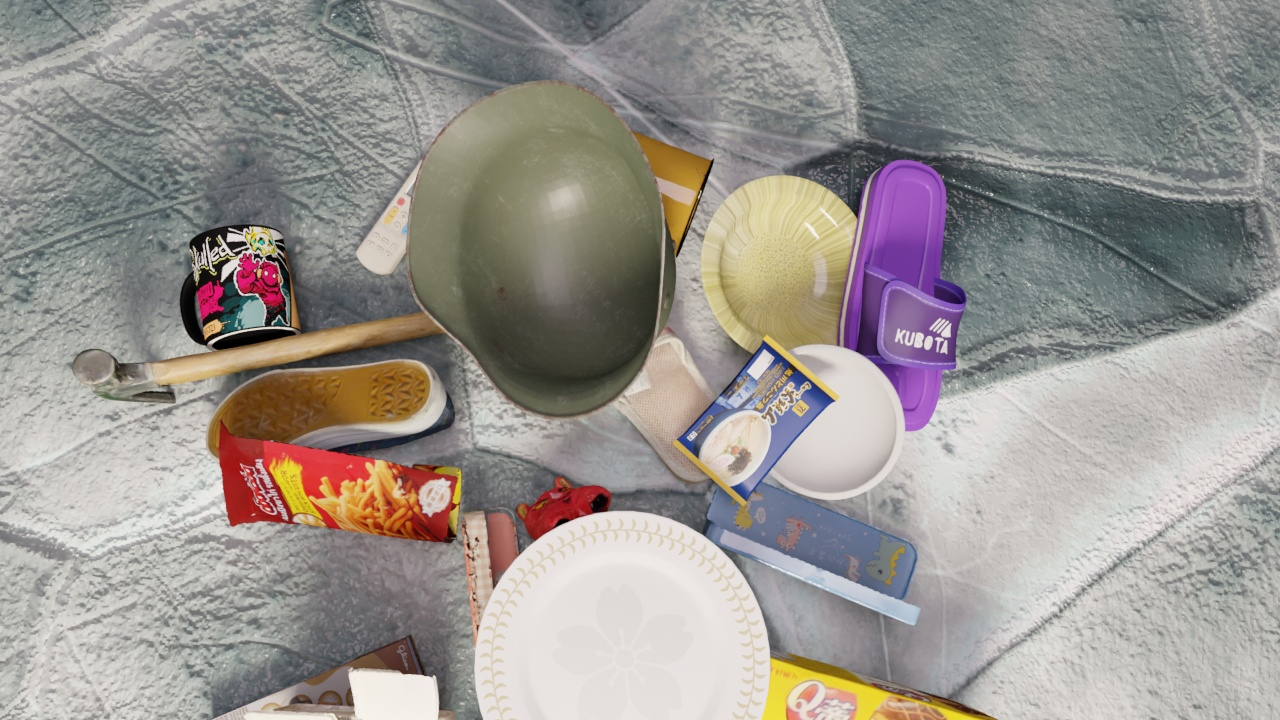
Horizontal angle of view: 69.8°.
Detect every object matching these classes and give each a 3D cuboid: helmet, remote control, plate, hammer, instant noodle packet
[{"bbox_3d":[-0.059,-0.082,0.788,0.227,0.153,0.267,-14,82,20],"label":"helmet"},{"bbox_3d":[-0.233,-0.142,0.907,0.038,0.018,0.125,31,78,1],"label":"remote control"},{"bbox_3d":[0.140,-0.087,0.907,0.184,0.036,0.184,1,85,-17],"label":"plate"},{"bbox_3d":[-0.015,0.247,0.760,0.242,0.016,0.242,0,75,-1],"label":"plate"},{"bbox_3d":[-0.316,-0.011,0.841,0.330,0.132,0.033,-12,80,-17],"label":"hammer"},{"bbox_3d":[0.106,0.055,0.847,0.087,0.026,0.134,41,95,9],"label":"instant noodle packet"}]

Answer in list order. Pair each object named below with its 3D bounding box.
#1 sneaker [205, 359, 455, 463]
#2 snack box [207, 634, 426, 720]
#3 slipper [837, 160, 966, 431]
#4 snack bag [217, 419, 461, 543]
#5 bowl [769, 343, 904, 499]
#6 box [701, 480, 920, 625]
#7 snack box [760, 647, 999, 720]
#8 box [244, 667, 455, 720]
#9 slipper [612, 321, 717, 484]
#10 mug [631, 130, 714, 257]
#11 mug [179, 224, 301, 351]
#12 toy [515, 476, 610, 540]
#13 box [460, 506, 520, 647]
[{"bbox_3d":[-0.280,0.052,0.844,0.236,0.079,0.087,-12,69,11],"label":"sneaker"},{"bbox_3d":[-0.277,0.329,0.810,0.186,0.032,0.101,-21,82,-8],"label":"snack box"},{"bbox_3d":[0.261,-0.066,0.879,0.107,0.084,0.266,8,84,-17],"label":"slipper"},{"bbox_3d":[-0.264,0.115,0.811,0.208,0.139,0.066,11,48,-3],"label":"snack bag"},{"bbox_3d":[0.177,0.054,0.870,0.150,0.043,0.149,6,104,24],"label":"bowl"},{"bbox_3d":[0.165,0.172,0.854,0.209,0.073,0.085,22,74,0],"label":"box"},{"bbox_3d":[0.195,0.312,0.811,0.230,0.110,0.061,17,80,-1],"label":"snack box"},{"bbox_3d":[-0.220,0.280,0.717,0.144,0.188,0.057,5,63,-7],"label":"box"},{"bbox_3d":[-0.005,0.005,0.881,0.115,0.052,0.263,-39,85,-11],"label":"slipper"},{"bbox_3d":[0.005,-0.152,0.887,0.094,0.100,0.123,21,83,1],"label":"mug"},{"bbox_3d":[-0.382,-0.060,0.856,0.118,0.081,0.098,-17,80,20],"label":"mug"},{"bbox_3d":[-0.061,0.174,0.852,0.088,0.094,0.133,-21,109,-35],"label":"toy"},{"bbox_3d":[-0.129,0.226,0.831,0.070,0.057,0.187,-2,80,-38],"label":"box"}]
